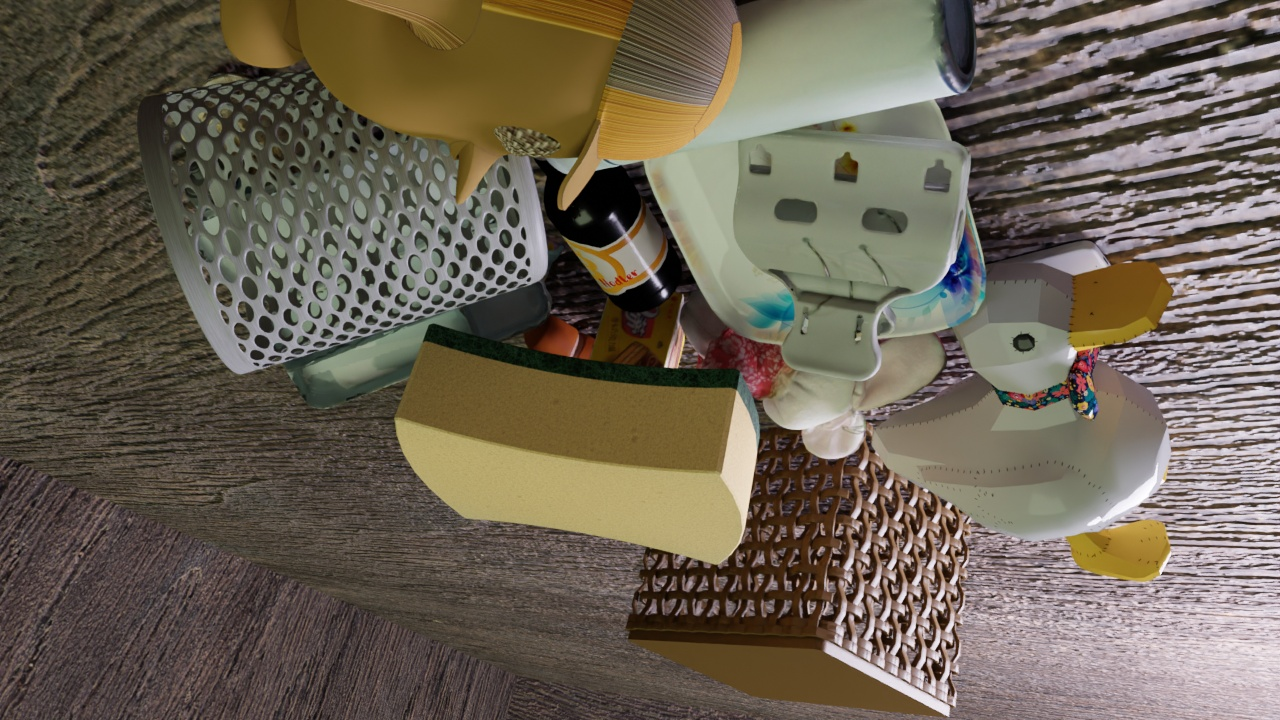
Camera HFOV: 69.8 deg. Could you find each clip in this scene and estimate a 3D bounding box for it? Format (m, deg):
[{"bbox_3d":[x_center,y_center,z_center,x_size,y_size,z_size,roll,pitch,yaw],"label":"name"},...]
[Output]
[{"bbox_3d":[0.117,-0.063,0.523,0.125,0.074,0.144,12,131,24],"label":"clip"}]

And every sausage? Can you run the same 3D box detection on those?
[{"bbox_3d":[-0.033,0.004,0.836,0.164,0.039,0.045,26,146,-20],"label":"sausage"}]

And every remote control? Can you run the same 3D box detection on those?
[{"bbox_3d":[0.237,-0.050,0.619,0.147,0.008,0.045,-14,141,44],"label":"remote control"}]

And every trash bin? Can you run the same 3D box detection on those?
[{"bbox_3d":[-0.159,-0.092,0.528,0.183,0.156,0.157,-16,156,-11],"label":"trash bin"}]

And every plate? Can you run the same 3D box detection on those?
[{"bbox_3d":[0.104,-0.088,0.558,0.187,0.016,0.187,-4,129,35],"label":"plate"}]

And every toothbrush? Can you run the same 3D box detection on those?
[{"bbox_3d":[-0.092,-0.059,0.774,0.022,0.016,0.155,-10,163,-23],"label":"toothbrush"}]

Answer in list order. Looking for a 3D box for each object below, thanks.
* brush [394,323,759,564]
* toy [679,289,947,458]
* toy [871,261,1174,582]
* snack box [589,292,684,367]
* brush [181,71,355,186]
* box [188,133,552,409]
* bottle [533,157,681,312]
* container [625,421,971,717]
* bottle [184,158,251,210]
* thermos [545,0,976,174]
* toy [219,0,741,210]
[{"bbox_3d":[-0.041,0.069,0.685,0.250,0.075,0.195,9,152,9],"label":"brush"},{"bbox_3d":[0.117,0.007,0.719,0.194,0.084,0.160,23,134,-7],"label":"toy"},{"bbox_3d":[0.272,0.041,0.636,0.267,0.140,0.247,40,142,-26],"label":"toy"},{"bbox_3d":[-0.004,0.004,0.746,0.061,0.105,0.084,11,153,9],"label":"snack box"},{"bbox_3d":[-0.221,-0.109,0.703,0.083,0.056,0.271,-2,148,37],"label":"brush"},{"bbox_3d":[-0.186,-0.067,0.662,0.210,0.061,0.193,-23,125,0],"label":"box"},{"bbox_3d":[-0.032,-0.104,0.605,0.059,0.059,0.181,0,149,28],"label":"bottle"},{"bbox_3d":[0.164,0.216,0.940,0.219,0.213,0.252,34,148,-32],"label":"container"},{"bbox_3d":[-0.272,-0.094,0.651,0.040,0.040,0.130,4,150,23],"label":"bottle"},{"bbox_3d":[0.048,-0.147,0.473,0.231,0.067,0.068,-4,147,33],"label":"thermos"},{"bbox_3d":[-0.057,-0.148,0.412,0.203,0.198,0.163,18,110,1],"label":"toy"}]
